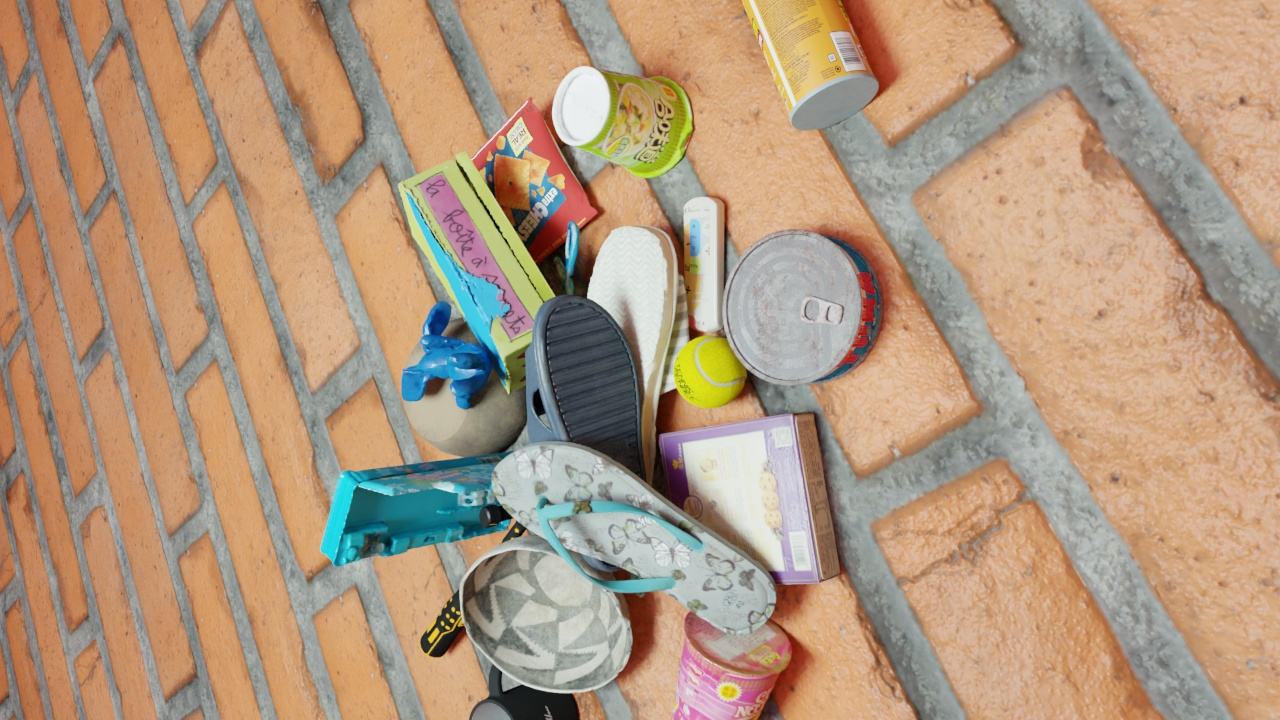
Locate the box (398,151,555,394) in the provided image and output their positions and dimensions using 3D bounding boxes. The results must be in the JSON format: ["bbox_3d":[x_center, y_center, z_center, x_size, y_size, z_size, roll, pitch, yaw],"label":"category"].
[{"bbox_3d":[-0.155,-0.086,0.939,0.221,0.082,0.125,55,164,16],"label":"box"}]

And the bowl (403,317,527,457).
[{"bbox_3d":[-0.203,0.031,1.031,0.162,0.070,0.162,1,91,38],"label":"bowl"}]

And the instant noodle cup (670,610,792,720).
[{"bbox_3d":[0.072,0.287,0.810,0.098,0.097,0.109,27,114,35],"label":"instant noodle cup"}]

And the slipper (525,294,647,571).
[{"bbox_3d":[-0.054,0.066,0.854,0.083,0.101,0.264,8,113,53],"label":"slipper"}]

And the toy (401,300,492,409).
[{"bbox_3d":[-0.193,-0.002,0.928,0.177,0.071,0.113,11,100,57],"label":"toy"}]

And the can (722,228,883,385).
[{"bbox_3d":[0.136,-0.044,0.779,0.130,0.044,0.130,1,91,38],"label":"can"}]

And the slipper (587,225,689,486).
[{"bbox_3d":[-0.005,0.005,0.887,0.114,0.053,0.273,21,112,38],"label":"slipper"}]

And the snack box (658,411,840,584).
[{"bbox_3d":[0.093,0.126,0.818,0.148,0.040,0.143,-12,83,38],"label":"snack box"}]

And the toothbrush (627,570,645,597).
[{"bbox_3d":[-0.025,0.175,0.926,0.135,0.022,0.017,64,156,17],"label":"toothbrush"}]

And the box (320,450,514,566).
[{"bbox_3d":[-0.189,0.130,0.922,0.170,0.226,0.086,-37,69,33],"label":"box"}]

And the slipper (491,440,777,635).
[{"bbox_3d":[-0.008,0.150,0.776,0.269,0.054,0.098,27,110,6],"label":"slipper"}]

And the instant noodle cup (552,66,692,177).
[{"bbox_3d":[-0.022,-0.228,0.860,0.099,0.107,0.099,1,91,39],"label":"instant noodle cup"}]

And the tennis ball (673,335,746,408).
[{"bbox_3d":[0.062,0.010,0.824,0.065,0.065,0.065,1,91,38],"label":"tennis ball"}]

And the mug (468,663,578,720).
[{"bbox_3d":[-0.125,0.365,0.964,0.078,0.087,0.113,-19,79,37],"label":"mug"}]

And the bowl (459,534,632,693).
[{"bbox_3d":[-0.087,0.242,0.925,0.178,0.081,0.179,6,115,14],"label":"bowl"}]

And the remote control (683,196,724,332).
[{"bbox_3d":[0.060,-0.089,0.856,0.038,0.018,0.125,3,94,38],"label":"remote control"}]

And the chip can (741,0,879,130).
[{"bbox_3d":[0.123,-0.305,0.764,0.075,0.075,0.215,-28,74,35],"label":"chip can"}]

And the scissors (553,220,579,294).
[{"bbox_3d":[-0.071,-0.077,0.925,0.134,0.011,0.140,-111,24,-50],"label":"scissors"}]

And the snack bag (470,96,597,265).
[{"bbox_3d":[-0.121,-0.182,0.980,0.131,0.039,0.144,-34,81,35],"label":"snack bag"}]

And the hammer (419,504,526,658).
[{"bbox_3d":[-0.170,0.238,1.002,0.036,0.123,0.322,58,133,27],"label":"hammer"}]
